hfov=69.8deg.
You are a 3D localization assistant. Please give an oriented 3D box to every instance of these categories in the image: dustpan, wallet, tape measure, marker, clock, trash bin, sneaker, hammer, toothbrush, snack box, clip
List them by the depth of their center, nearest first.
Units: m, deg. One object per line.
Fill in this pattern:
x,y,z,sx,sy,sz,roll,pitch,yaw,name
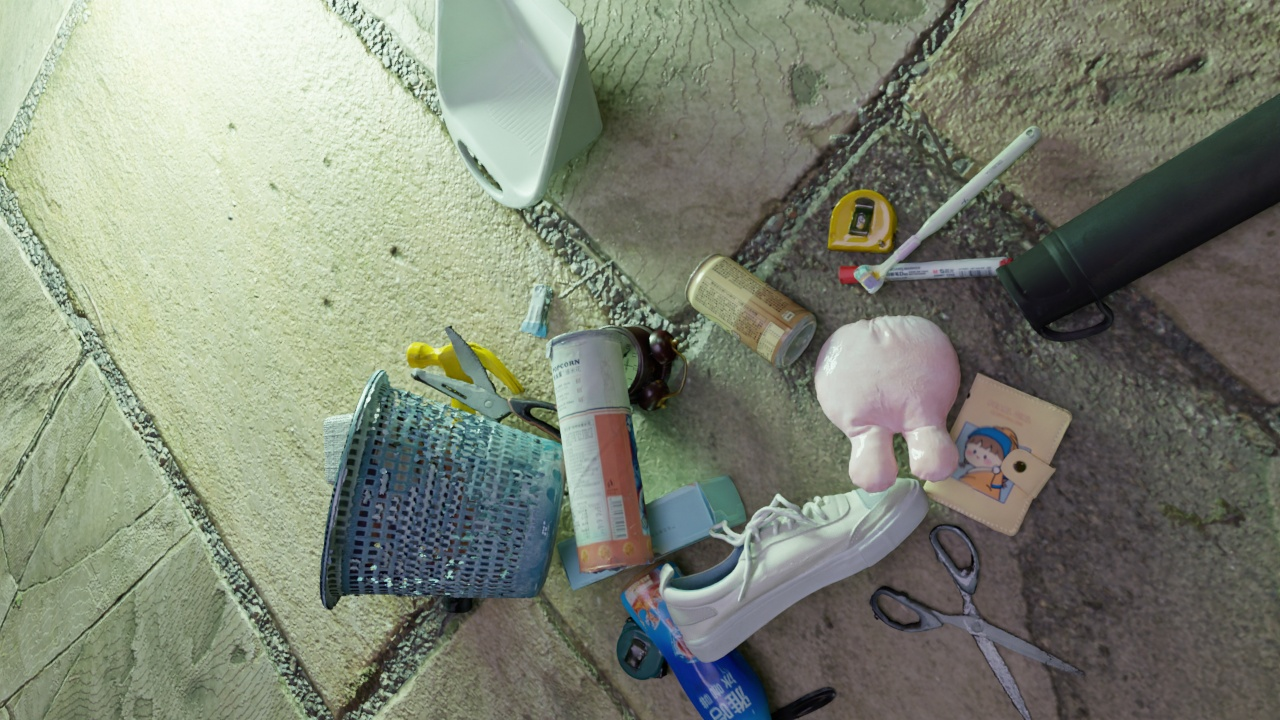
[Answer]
0.297,0.080,0.762,0.087,0.024,0.115,28,101,31,wallet
0.261,-0.128,0.777,0.190,0.020,0.029,-43,57,14,toothbrush
0.125,0.154,0.784,0.242,0.089,0.091,-33,95,1,sneaker
0.245,-0.078,0.796,0.145,0.017,0.017,-1,89,28,marker
0.197,-0.123,0.816,0.060,0.028,0.057,7,92,28,tape measure
0.107,0.349,0.865,0.181,0.018,0.015,-35,63,21,toothbrush
-0.178,0.138,0.876,0.195,0.226,0.226,12,95,-8,trash bin
0.010,0.166,0.886,0.175,0.074,0.051,-28,75,25,snack box
-0.005,0.005,0.907,0.122,0.055,0.082,13,95,31,clock
-0.147,-0.278,0.916,0.142,0.258,0.222,-39,70,-3,dustpan
0.003,0.291,0.916,0.058,0.025,0.054,22,98,28,tape measure
-0.109,-0.055,0.986,0.027,0.043,0.058,15,88,31,clip
-0.196,0.129,1.010,0.129,0.032,0.301,4,95,12,hammer

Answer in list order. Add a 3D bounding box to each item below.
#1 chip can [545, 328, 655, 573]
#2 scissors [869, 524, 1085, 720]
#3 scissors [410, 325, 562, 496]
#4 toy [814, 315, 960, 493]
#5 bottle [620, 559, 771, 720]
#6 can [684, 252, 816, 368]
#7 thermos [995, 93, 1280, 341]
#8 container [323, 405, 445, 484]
-0.037,0.083,0.837,0.071,0.071,0.214,-16,75,27,chip can
0.278,0.222,0.775,0.160,0.014,0.180,-14,84,27,scissors
-0.143,0.062,0.968,0.189,0.015,0.227,-10,93,11,scissors
0.210,0.034,0.774,0.121,0.054,0.159,-12,60,21,toy
0.066,0.290,0.855,0.065,0.065,0.218,-46,68,20,bottle
0.101,-0.047,0.849,0.116,0.058,0.058,38,106,23,can
0.400,-0.102,0.692,0.243,0.068,0.090,-35,107,25,thermos
-0.294,0.100,1.046,0.114,0.090,0.090,-6,85,31,container
